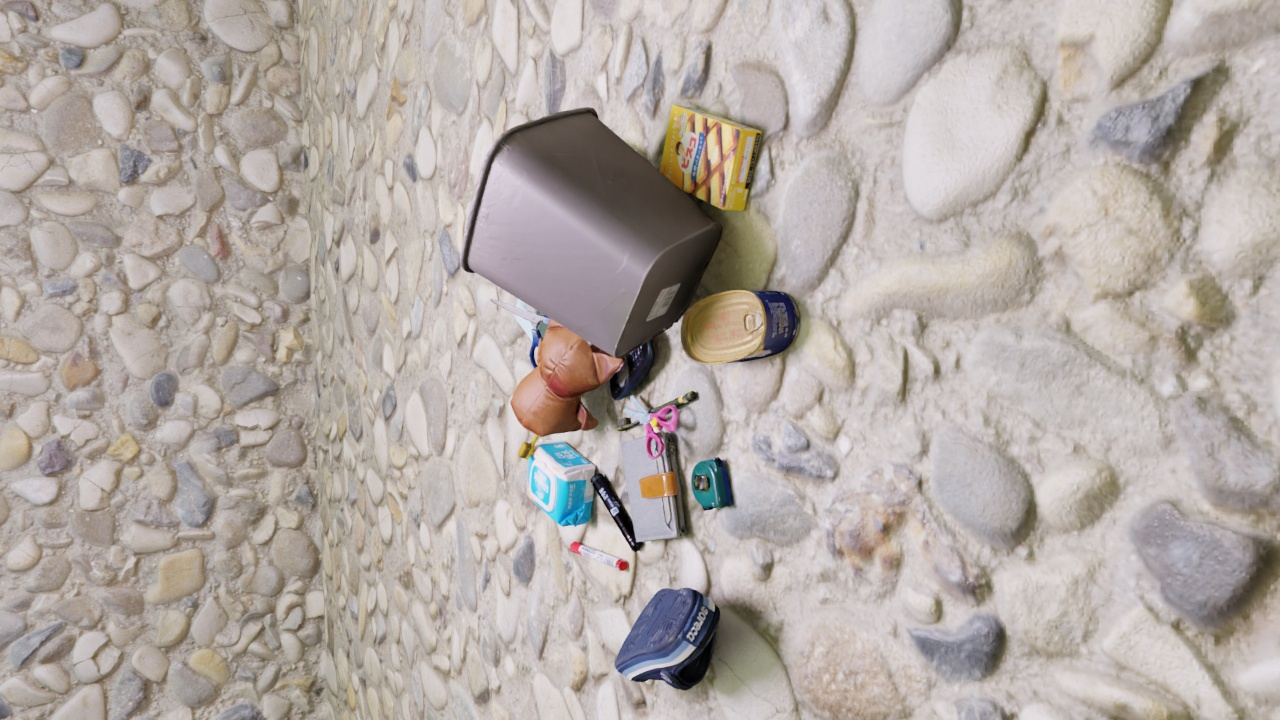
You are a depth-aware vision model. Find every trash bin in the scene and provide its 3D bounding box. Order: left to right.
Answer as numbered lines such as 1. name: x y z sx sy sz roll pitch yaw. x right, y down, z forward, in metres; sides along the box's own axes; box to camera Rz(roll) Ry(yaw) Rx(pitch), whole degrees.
1. trash bin: -0.050 -0.136 1.032 0.220 0.198 0.199 38 130 16

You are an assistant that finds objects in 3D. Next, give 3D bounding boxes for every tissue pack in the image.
1. tissue pack: -0.120 0.178 1.340 0.140 0.063 0.090 29 117 55

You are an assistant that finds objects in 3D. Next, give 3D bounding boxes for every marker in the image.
1. marker: -0.060 0.276 1.294 0.145 0.017 0.017 1 93 59
2. marker: -0.032 0.204 1.241 0.132 0.020 0.022 54 165 41

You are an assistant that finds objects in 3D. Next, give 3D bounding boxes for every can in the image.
1. can: 0.102 -0.034 0.967 0.148 0.049 0.074 -13 81 59

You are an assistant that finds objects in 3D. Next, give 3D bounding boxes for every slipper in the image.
1. slipper: 0.045 0.323 1.058 0.095 0.104 0.253 36 152 2

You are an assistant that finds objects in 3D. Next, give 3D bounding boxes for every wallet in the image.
1. wallet: 0.013 0.159 1.144 0.107 0.037 0.129 -25 72 58

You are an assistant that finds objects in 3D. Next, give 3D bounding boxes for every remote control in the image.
1. remote control: -0.007 0.007 1.173 0.137 0.024 0.053 127 139 -53

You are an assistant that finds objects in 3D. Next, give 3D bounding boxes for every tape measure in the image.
1. tape measure: 0.079 0.141 1.044 0.055 0.025 0.058 -21 74 57

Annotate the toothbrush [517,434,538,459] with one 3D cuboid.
1. toothbrush: -0.128 0.063 1.327 0.190 0.016 0.015 -60 37 12

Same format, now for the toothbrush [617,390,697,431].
1. toothbrush: 0.017 0.063 1.153 0.186 0.012 0.017 -29 57 56

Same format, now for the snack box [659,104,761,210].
1. snack box: 0.074 -0.226 1.016 0.140 0.033 0.087 41 126 52

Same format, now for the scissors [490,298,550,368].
1. scissors: -0.144 -0.052 1.329 0.163 0.012 0.176 2 112 28

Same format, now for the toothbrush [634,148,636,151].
1. toothbrush: -0.054 -0.251 1.240 0.190 0.020 0.029 -3 83 60

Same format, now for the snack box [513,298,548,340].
1. snack box: -0.135 -0.117 1.351 0.074 0.051 0.175 50 133 43

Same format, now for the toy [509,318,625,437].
1. toy: -0.092 0.017 1.230 0.140 0.130 0.200 42 138 13

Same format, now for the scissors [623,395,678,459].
1. scissors: 0.005 0.082 1.135 0.138 0.017 0.076 15 86 62
